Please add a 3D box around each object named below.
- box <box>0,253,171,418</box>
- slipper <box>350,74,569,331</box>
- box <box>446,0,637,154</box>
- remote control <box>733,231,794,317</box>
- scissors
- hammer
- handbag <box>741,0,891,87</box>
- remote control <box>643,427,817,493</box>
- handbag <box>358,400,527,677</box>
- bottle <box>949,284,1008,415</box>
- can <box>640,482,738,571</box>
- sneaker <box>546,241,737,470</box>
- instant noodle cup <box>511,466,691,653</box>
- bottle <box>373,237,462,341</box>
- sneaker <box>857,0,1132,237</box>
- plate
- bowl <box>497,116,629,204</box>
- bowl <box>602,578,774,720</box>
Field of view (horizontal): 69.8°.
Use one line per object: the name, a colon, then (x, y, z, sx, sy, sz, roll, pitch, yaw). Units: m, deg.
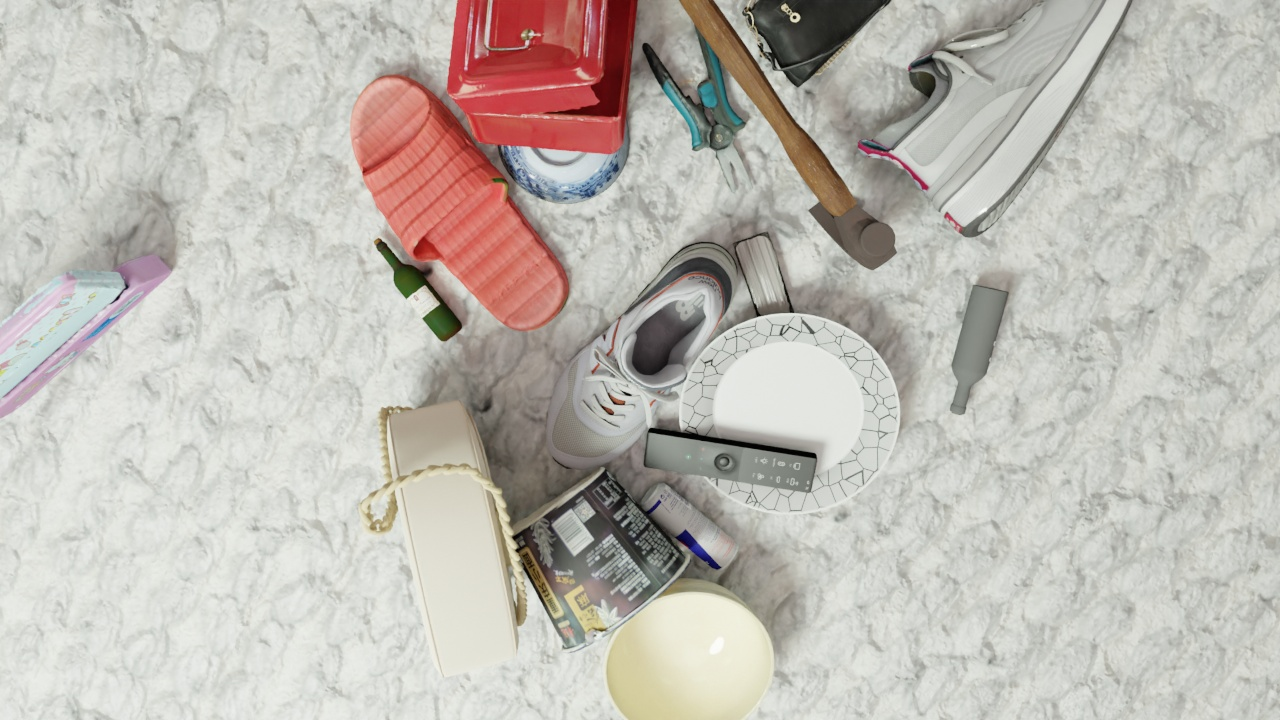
box: (-0.500, -0.009, 0.757, 0.214, 0.150, 0.035, -38, 96, 8)
slipper: (-0.157, -0.126, 0.771, 0.103, 0.059, 0.249, -36, 99, 7)
box: (-0.070, -0.249, 0.706, 0.134, 0.110, 0.157, 2, 76, 12)
remote control: (0.117, -0.043, 0.802, 0.033, 0.013, 0.136, -19, 100, 7)
scissors: (0.055, -0.216, 0.768, 0.123, 0.019, 0.148, 13, 103, -2)
hammer: (0.096, -0.207, 0.719, 0.033, 0.115, 0.323, -37, 98, 7)
handbag: (0.140, -0.281, 0.726, 0.079, 0.054, 0.128, 46, 79, -2)
remote control: (0.078, 0.088, 0.810, 0.150, 0.013, 0.034, 8, 111, 5)
handbag: (-0.161, 0.142, 0.747, 0.103, 0.209, 0.211, -12, 101, -14)
bottle: (0.289, -0.007, 0.796, 0.030, 0.030, 0.113, 11, 101, -1)
can: (0.044, 0.150, 0.832, 0.095, 0.032, 0.032, 40, 99, -6)
sneaker: (-0.004, 0.005, 0.758, 0.089, 0.124, 0.240, 35, 100, -5)
instant noodle cup: (-0.042, 0.165, 0.794, 0.137, 0.137, 0.112, -35, 89, 7)
bottle: (-0.197, -0.063, 0.801, 0.025, 0.025, 0.106, -37, 98, 8)
sneaker: (0.290, -0.233, 0.729, 0.129, 0.096, 0.263, 36, 91, 16)
plate: (0.129, 0.047, 0.806, 0.189, 0.016, 0.189, 3, 110, 7)
bowl: (-0.067, -0.187, 0.763, 0.114, 0.045, 0.114, 0, 101, 1)
bowl: (0.040, 0.257, 0.828, 0.150, 0.075, 0.151, -1, 106, -3)
